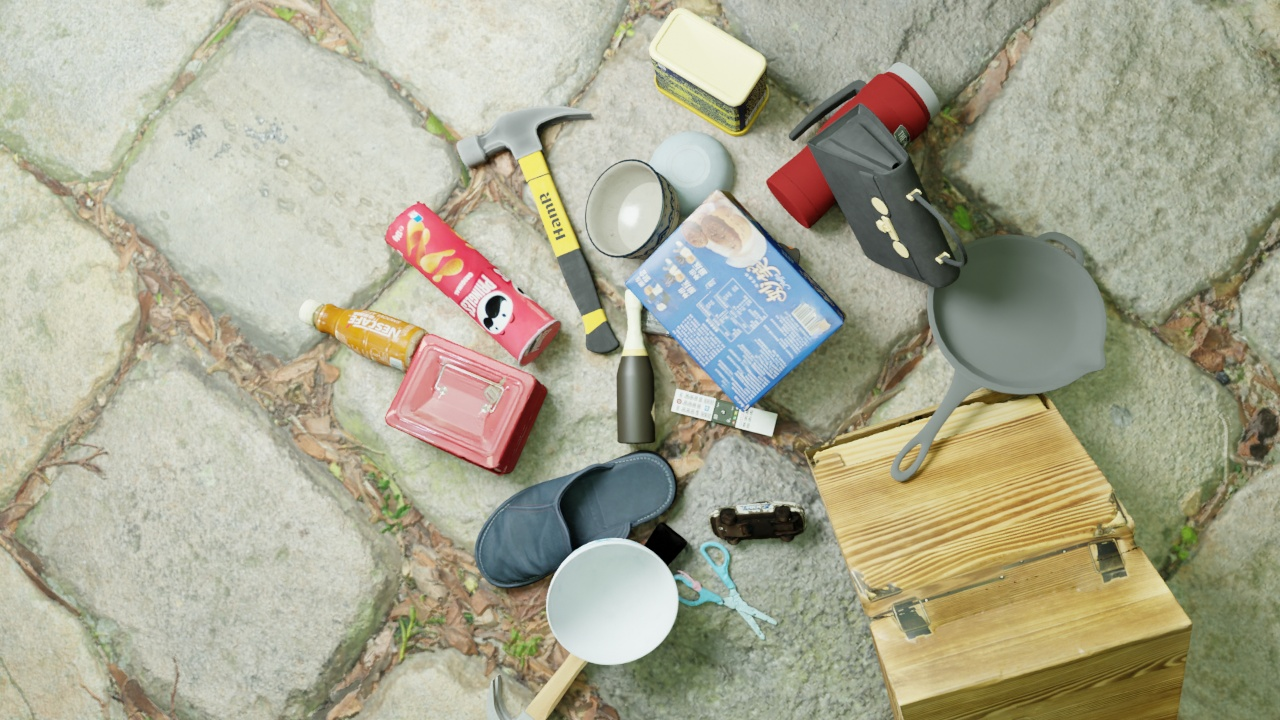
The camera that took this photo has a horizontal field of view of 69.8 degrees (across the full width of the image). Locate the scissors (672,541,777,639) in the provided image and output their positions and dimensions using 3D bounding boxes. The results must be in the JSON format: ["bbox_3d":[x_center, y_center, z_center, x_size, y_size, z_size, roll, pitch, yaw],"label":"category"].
[{"bbox_3d":[0.110,0.269,1.090,0.142,0.015,0.095,24,90,2],"label":"scissors"}]

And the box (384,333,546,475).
[{"bbox_3d":[-0.207,0.055,1.107,0.157,0.097,0.129,24,85,12],"label":"box"}]

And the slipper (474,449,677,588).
[{"bbox_3d":[-0.085,0.188,1.082,0.266,0.083,0.109,-25,86,7],"label":"slipper"}]

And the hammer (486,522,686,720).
[{"bbox_3d":[-0.059,0.335,1.093,0.131,0.039,0.328,37,91,9],"label":"hammer"}]

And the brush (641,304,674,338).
[{"bbox_3d":[0.063,-0.041,1.110,0.151,0.012,0.039,12,90,9],"label":"brush"}]

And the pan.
[{"bbox_3d":[0.384,-0.004,1.027,0.216,0.024,0.354,36,77,15],"label":"pan"}]

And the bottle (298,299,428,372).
[{"bbox_3d":[-0.346,-0.036,1.141,0.167,0.059,0.059,19,89,11],"label":"bottle"}]

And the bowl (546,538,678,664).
[{"bbox_3d":[-0.034,0.257,1.031,0.144,0.074,0.144,-1,102,-6],"label":"bowl"}]

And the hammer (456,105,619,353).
[{"bbox_3d":[-0.095,-0.161,1.132,0.170,0.034,0.324,-22,86,5],"label":"hammer"}]

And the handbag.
[{"bbox_3d":[0.282,-0.153,0.962,0.072,0.195,0.176,-36,125,4],"label":"handbag"}]

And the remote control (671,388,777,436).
[{"bbox_3d":[0.100,0.062,1.100,0.124,0.012,0.028,14,89,8],"label":"remote control"}]

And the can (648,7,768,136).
[{"bbox_3d":[0.081,-0.338,1.079,0.135,0.104,0.075,34,91,8],"label":"can"}]

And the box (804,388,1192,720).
[{"bbox_3d":[0.369,0.231,1.004,0.279,0.286,0.335,-17,43,7],"label":"box"}]

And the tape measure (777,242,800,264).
[{"bbox_3d":[0.157,-0.110,1.092,0.059,0.038,0.058,11,89,-6],"label":"tape measure"}]

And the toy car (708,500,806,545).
[{"bbox_3d":[0.137,0.186,1.074,0.113,0.040,0.048,-6,126,13],"label":"toy car"}]

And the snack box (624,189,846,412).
[{"bbox_3d":[0.109,-0.069,1.047,0.202,0.069,0.155,47,109,4],"label":"snack box"}]

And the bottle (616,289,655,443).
[{"bbox_3d":[-0.007,0.006,1.098,0.045,0.045,0.184,-1,88,7],"label":"bottle"}]

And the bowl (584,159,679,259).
[{"bbox_3d":[-0.003,-0.172,1.081,0.116,0.059,0.115,-6,81,36],"label":"bowl"}]

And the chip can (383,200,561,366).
[{"bbox_3d":[-0.206,-0.096,1.120,0.233,0.073,0.073,41,92,9],"label":"chip can"}]

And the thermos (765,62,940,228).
[{"bbox_3d":[0.238,-0.256,1.068,0.199,0.084,0.108,-42,66,5],"label":"thermos"}]

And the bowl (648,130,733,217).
[{"bbox_3d":[0.059,-0.229,1.108,0.106,0.039,0.106,0,87,7],"label":"bowl"}]
